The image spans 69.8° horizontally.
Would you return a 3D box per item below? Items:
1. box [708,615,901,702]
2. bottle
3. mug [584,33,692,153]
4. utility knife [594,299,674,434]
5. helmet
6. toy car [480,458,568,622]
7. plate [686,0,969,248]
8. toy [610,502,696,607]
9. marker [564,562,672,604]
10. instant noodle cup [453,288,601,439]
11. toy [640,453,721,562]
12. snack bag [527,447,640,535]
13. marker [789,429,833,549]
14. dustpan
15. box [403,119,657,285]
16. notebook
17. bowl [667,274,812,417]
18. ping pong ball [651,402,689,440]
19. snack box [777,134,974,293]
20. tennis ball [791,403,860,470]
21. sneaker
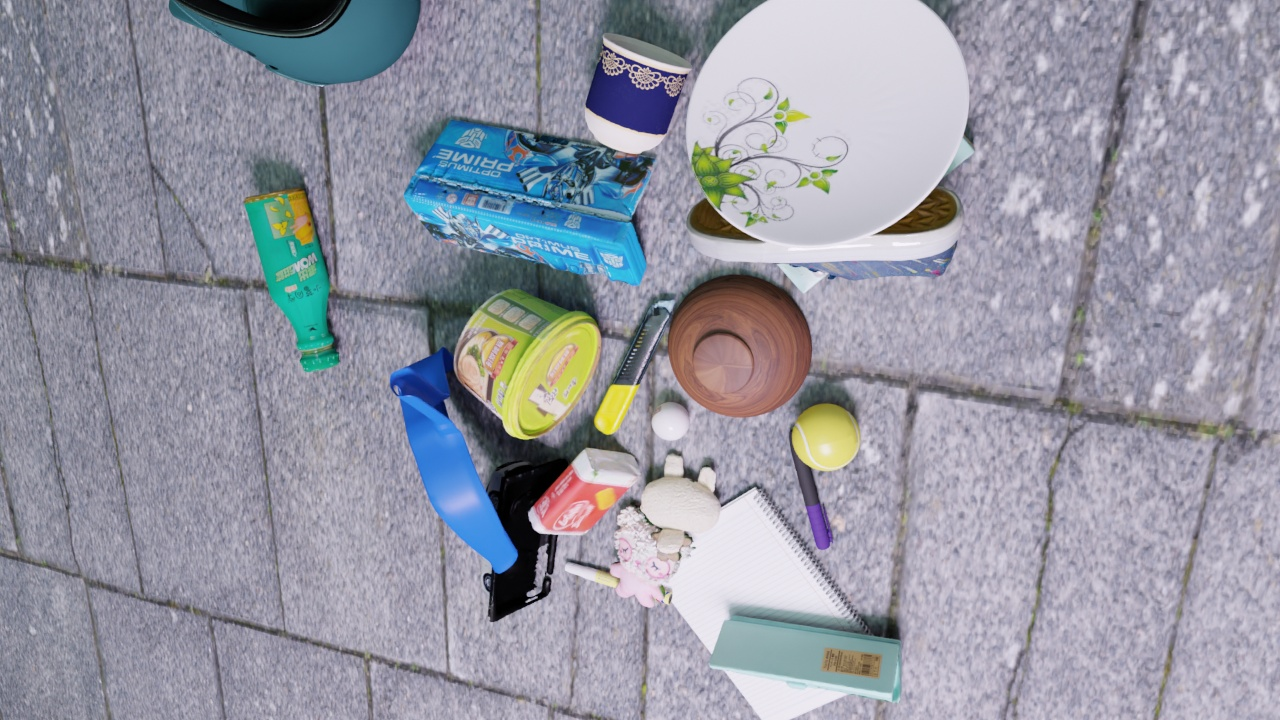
[{"bbox_3d":[0.169,0.322,0.946,0.188,0.092,0.077,3,108,23],"label":"box"},{"bbox_3d":[-0.396,-0.091,1.063,0.068,0.068,0.210,-5,105,23],"label":"bottle"},{"bbox_3d":[-0.014,-0.251,0.860,0.112,0.085,0.089,47,127,42],"label":"mug"},{"bbox_3d":[-0.006,0.006,0.968,0.029,0.020,0.173,31,116,8],"label":"utility knife"},{"bbox_3d":[-0.346,-0.367,0.880,0.275,0.200,0.176,16,97,-1],"label":"helmet"},{"bbox_3d":[-0.147,0.194,1.060,0.071,0.093,0.192,27,119,40],"label":"toy car"},{"bbox_3d":[0.151,-0.201,0.761,0.230,0.030,0.229,-4,80,21],"label":"plate"},{"bbox_3d":[0.003,0.223,1.013,0.096,0.041,0.109,25,109,28],"label":"toy"},{"bbox_3d":[-0.026,0.255,1.056,0.132,0.014,0.014,12,111,22],"label":"marker"},{"bbox_3d":[-0.119,-0.001,0.946,0.098,0.145,0.146,30,116,21],"label":"instant noodle cup"},{"bbox_3d":[0.042,0.157,0.978,0.087,0.050,0.112,9,84,17],"label":"toy"},{"bbox_3d":[-0.061,0.145,1.004,0.116,0.077,0.036,-49,50,27],"label":"snack bag"},{"bbox_3d":[0.174,0.132,0.940,0.018,0.015,0.134,-17,101,-3],"label":"marker"},{"bbox_3d":[-0.198,0.071,0.907,0.059,0.258,0.245,-24,67,4],"label":"dustpan"},{"bbox_3d":[-0.104,-0.168,0.941,0.244,0.094,0.115,15,71,17],"label":"box"},{"bbox_3d":[0.135,0.275,1.004,0.178,0.013,0.245,-37,91,28],"label":"notebook"},{"bbox_3d":[0.089,-0.005,0.899,0.147,0.068,0.147,7,109,20],"label":"bowl"},{"bbox_3d":[0.032,0.064,0.960,0.040,0.040,0.040,7,109,19],"label":"ping pong ball"},{"bbox_3d":[0.175,-0.176,0.823,0.194,0.044,0.141,-41,90,26],"label":"snack box"},{"bbox_3d":[0.180,0.074,0.890,0.065,0.065,0.065,7,109,19],"label":"tennis ball"},{"bbox_3d":[0.155,-0.101,0.792,0.236,0.087,0.079,4,142,23],"label":"sneaker"}]
